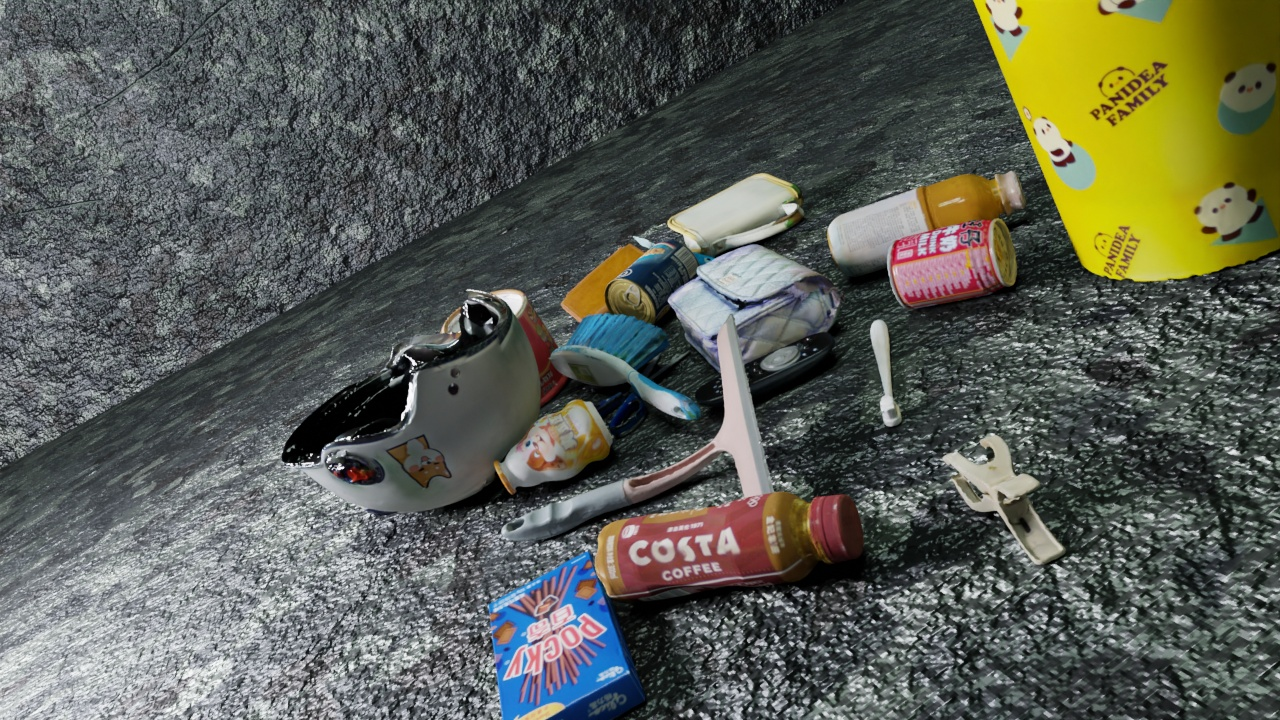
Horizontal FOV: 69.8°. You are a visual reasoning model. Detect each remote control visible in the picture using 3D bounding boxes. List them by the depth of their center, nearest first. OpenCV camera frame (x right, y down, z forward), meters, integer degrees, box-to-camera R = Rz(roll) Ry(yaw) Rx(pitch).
[{"bbox_3d":[0.115,0.013,0.837,0.136,0.024,0.053,-24,19,5],"label":"remote control"}]

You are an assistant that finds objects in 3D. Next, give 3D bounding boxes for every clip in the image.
[{"bbox_3d":[0.214,0.076,0.540,0.034,0.071,0.100,-25,14,3],"label":"clip"}]

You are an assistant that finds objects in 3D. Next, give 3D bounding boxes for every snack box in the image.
[{"bbox_3d":[-0.054,0.192,0.614,0.084,0.026,0.157,-28,20,-4],"label":"snack box"}]

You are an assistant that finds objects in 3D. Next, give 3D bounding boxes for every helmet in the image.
[{"bbox_3d":[-0.209,0.065,0.932,0.274,0.157,0.229,-33,19,16],"label":"helmet"}]

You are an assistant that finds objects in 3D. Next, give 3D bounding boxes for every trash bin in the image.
[{"bbox_3d":[0.397,-0.215,0.698,0.230,0.255,0.229,-23,21,9],"label":"trash bin"}]

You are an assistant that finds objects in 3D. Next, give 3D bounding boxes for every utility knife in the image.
[{"bbox_3d":[0.047,-0.143,1.239,0.018,0.034,0.238,-45,32,-9],"label":"utility knife"}]

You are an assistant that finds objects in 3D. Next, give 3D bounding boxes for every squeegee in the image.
[{"bbox_3d":[-0.007,0.101,0.756,0.250,0.040,0.247,-27,37,18],"label":"squeegee"}]

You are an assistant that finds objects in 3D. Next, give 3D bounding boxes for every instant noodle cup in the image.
[{"bbox_3d":[-0.164,-0.010,1.087,0.138,0.109,0.137,-16,33,10],"label":"instant noodle cup"}]

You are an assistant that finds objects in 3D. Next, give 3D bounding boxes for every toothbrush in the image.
[{"bbox_3d":[0.202,0.003,0.763,0.016,0.016,0.179,-18,22,19],"label":"toothbrush"}]

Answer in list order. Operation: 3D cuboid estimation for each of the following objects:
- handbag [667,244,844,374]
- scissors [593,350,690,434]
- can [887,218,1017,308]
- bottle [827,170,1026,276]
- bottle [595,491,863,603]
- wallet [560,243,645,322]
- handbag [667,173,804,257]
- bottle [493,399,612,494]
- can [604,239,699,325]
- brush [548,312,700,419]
[{"bbox_3d":[0.110,-0.058,0.943,0.134,0.075,0.194,-29,21,-4],"label":"handbag"},{"bbox_3d":[-0.009,0.036,0.956,0.162,0.012,0.164,-28,18,-4],"label":"scissors"},{"bbox_3d":[0.276,-0.086,0.812,0.094,0.066,0.066,-11,26,38],"label":"can"},{"bbox_3d":[0.288,-0.141,0.929,0.190,0.068,0.067,-17,23,25],"label":"bottle"},{"bbox_3d":[0.056,0.121,0.601,0.175,0.057,0.057,-16,23,29],"label":"bottle"},{"bbox_3d":[-0.044,-0.104,1.256,0.130,0.035,0.119,-41,32,-6],"label":"wallet"},{"bbox_3d":[0.140,-0.181,1.226,0.163,0.063,0.179,-29,25,-9],"label":"handbag"},{"bbox_3d":[-0.082,0.084,0.858,0.108,0.063,0.063,-30,20,-5],"label":"bottle"},{"bbox_3d":[0.017,-0.095,1.148,0.075,0.075,0.110,-6,29,45],"label":"can"},{"bbox_3d":[-0.006,0.006,0.943,0.109,0.060,0.315,-40,25,-25],"label":"brush"}]
